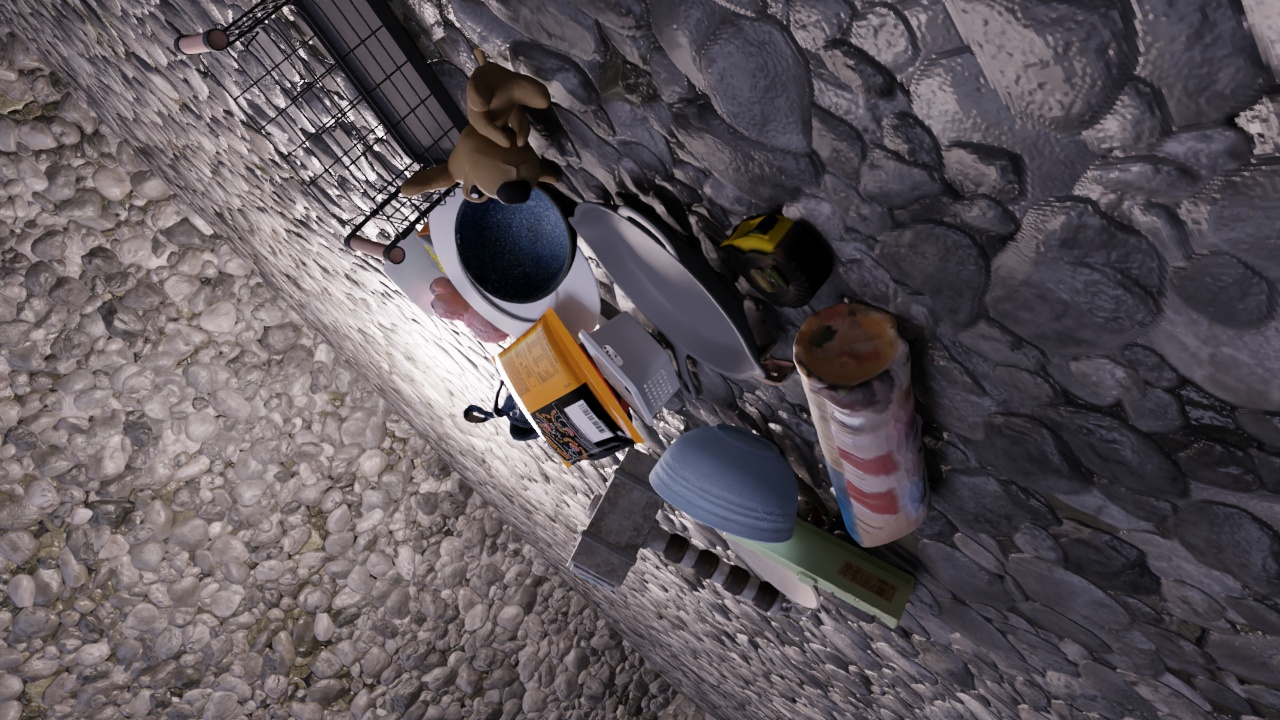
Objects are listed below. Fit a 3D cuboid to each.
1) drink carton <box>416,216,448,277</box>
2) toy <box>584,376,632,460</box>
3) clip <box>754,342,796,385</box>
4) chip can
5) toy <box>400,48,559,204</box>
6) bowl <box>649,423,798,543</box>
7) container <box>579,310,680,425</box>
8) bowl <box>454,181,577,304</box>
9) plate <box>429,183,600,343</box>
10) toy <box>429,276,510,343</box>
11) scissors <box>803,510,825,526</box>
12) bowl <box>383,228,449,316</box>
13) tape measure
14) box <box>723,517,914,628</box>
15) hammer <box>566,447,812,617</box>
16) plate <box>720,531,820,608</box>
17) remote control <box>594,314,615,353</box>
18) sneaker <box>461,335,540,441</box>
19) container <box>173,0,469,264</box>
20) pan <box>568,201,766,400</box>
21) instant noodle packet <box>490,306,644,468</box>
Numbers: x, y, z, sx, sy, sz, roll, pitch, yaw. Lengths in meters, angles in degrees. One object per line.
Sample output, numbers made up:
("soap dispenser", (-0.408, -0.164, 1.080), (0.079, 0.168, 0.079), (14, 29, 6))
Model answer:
("drink carton", (-0.187, -0.111, 1.037), (0.125, 0.048, 0.076), (34, 160, 23))
("toy", (-0.063, 0.061, 1.107), (0.100, 0.097, 0.119), (2, 132, 37))
("clip", (0.099, 0.000, 0.756), (0.041, 0.024, 0.061), (49, 164, -20))
("chip can", (0.169, 0.059, 0.672), (0.080, 0.079, 0.230), (27, 157, 37))
("toy", (-0.112, -0.171, 0.707), (0.105, 0.134, 0.108), (55, 145, 38))
("bowl", (0.091, 0.109, 0.895), (0.150, 0.075, 0.150), (21, -169, -4))
("container", (-0.005, 0.005, 0.884), (0.081, 0.049, 0.129), (47, 173, 21))
("bowl", (-0.104, -0.114, 0.828), (0.114, 0.060, 0.114), (7, 113, 17))
("plate", (-0.133, -0.090, 0.930), (0.209, 0.015, 0.209), (23, 141, 20))
("toy", (-0.196, -0.063, 1.078), (0.105, 0.053, 0.108), (14, -146, -22))
("scissors", (0.207, 0.218, 1.037), (0.179, 0.015, 0.199), (37, 162, 15))
("bowl", (-0.268, -0.106, 1.143), (0.116, 0.065, 0.116), (45, 175, 4))
("tape measure", (0.093, -0.063, 0.607), (0.067, 0.038, 0.063), (48, 160, -15))
("box", (0.184, 0.203, 0.939), (0.188, 0.064, 0.130), (26, 177, 19))
("hammer", (0.077, 0.265, 1.209), (0.326, 0.176, 0.080), (28, 161, 2))
("plate", (0.150, 0.220, 1.100), (0.189, 0.027, 0.189), (44, 164, 15))
("remote control", (-0.020, -0.016, 0.972), (0.136, 0.013, 0.043), (38, 161, 11))
("sneaker", (-0.154, 0.041, 1.197), (0.121, 0.127, 0.295), (37, 159, 10))
("container", (-0.271, -0.223, 0.830), (0.163, 0.130, 0.241), (19, 151, 49))
("pan", (0.033, -0.036, 0.796), (0.216, 0.024, 0.355), (40, 168, 21))
("instant noodle packet", (-0.087, 0.038, 0.991), (0.160, 0.032, 0.221), (55, 152, -3))
